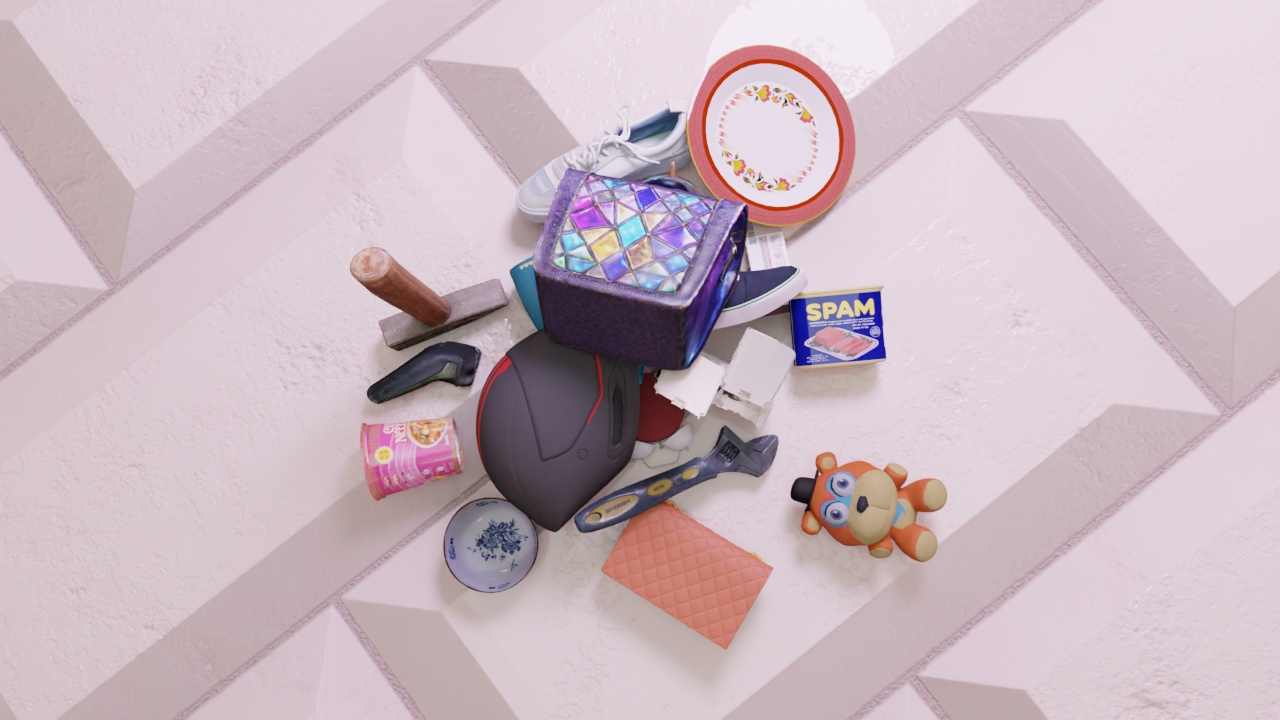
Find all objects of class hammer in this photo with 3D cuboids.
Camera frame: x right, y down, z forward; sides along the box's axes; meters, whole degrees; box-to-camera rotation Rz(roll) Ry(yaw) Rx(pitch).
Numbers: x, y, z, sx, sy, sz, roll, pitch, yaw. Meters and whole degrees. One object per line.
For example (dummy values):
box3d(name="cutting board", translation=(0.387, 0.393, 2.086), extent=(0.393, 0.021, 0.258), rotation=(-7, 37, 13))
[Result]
box3d(name="hammer", translation=(-0.251, -0.075, 1.026), extent=(0.158, 0.301, 0.037), rotation=(-21, 82, 0))

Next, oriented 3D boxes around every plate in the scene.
box3d(name="plate", translation=(0.163, -0.280, 1.148), extent=(0.229, 0.021, 0.229), rotation=(1, 86, -17))

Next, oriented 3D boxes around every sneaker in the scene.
box3d(name="sneaker", translation=(-0.048, -0.254, 1.134), extent=(0.242, 0.091, 0.089), rotation=(-23, 59, -3))
box3d(name="sneaker", translation=(0.081, -0.085, 1.091), extent=(0.235, 0.084, 0.079), rotation=(-16, 108, -1))

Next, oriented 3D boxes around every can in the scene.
box3d(name="can", translation=(0.239, -0.040, 1.116), extent=(0.116, 0.056, 0.092), rotation=(-5, 91, 2))

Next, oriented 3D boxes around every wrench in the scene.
box3d(name="wrench", translation=(0.047, 0.142, 1.089), extent=(0.272, 0.022, 0.073), rotation=(-22, 78, -20))

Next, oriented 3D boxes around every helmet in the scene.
box3d(name="helmet", translation=(-0.104, 0.072, 1.062), extent=(0.169, 0.164, 0.265), rotation=(-3, 108, -20))

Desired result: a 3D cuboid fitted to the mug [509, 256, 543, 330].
box3d(name="mug", translation=(-0.092, -0.082, 1.138), extent=(0.112, 0.085, 0.104), rotation=(-21, 89, -29))

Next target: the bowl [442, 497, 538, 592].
box3d(name="bowl", translation=(-0.178, 0.222, 1.115), extent=(0.114, 0.045, 0.114), rotation=(0, 83, 3))

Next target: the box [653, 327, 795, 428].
box3d(name="box", translation=(0.099, 0.006, 1.041), extent=(0.143, 0.192, 0.106), rotation=(24, 108, 0))

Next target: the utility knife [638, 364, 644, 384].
box3d(name="utility knife", translation=(-0.007, 0.006, 1.110), extent=(0.022, 0.015, 0.151), rotation=(9, 50, -1))

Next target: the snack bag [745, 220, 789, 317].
box3d(name="snack bag", translation=(0.160, -0.135, 1.157), extent=(0.057, 0.013, 0.158), rotation=(-11, 84, -2))

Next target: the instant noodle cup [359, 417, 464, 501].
box3d(name="instant noodle cup", translation=(-0.274, 0.113, 1.114), extent=(0.108, 0.098, 0.097), rotation=(-11, 82, -6))

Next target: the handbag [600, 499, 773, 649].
box3d(name="handbag", translation=(0.056, 0.245, 1.092), extent=(0.172, 0.060, 0.109), rotation=(30, 91, 9))

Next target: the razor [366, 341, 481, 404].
box3d(name="razor", translation=(-0.269, 0.022, 1.147), extent=(0.151, 0.054, 0.067), rotation=(-26, 99, 5))

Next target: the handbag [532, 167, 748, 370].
box3d(name="handbag", translation=(0.000, -0.118, 1.001), extent=(0.205, 0.126, 0.221), rotation=(14, 55, 12))

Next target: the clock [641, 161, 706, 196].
box3d(name="clock", translation=(0.020, -0.152, 1.122), extent=(0.121, 0.073, 0.158), rotation=(40, 102, -14))

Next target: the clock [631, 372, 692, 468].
box3d(name="clock", translation=(0.015, 0.069, 1.125), extent=(0.087, 0.044, 0.124), rotation=(-13, 82, 1))

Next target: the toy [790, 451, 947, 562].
box3d(name="toy", translation=(0.265, 0.172, 1.082), extent=(0.176, 0.096, 0.112), rotation=(10, 84, 15))
